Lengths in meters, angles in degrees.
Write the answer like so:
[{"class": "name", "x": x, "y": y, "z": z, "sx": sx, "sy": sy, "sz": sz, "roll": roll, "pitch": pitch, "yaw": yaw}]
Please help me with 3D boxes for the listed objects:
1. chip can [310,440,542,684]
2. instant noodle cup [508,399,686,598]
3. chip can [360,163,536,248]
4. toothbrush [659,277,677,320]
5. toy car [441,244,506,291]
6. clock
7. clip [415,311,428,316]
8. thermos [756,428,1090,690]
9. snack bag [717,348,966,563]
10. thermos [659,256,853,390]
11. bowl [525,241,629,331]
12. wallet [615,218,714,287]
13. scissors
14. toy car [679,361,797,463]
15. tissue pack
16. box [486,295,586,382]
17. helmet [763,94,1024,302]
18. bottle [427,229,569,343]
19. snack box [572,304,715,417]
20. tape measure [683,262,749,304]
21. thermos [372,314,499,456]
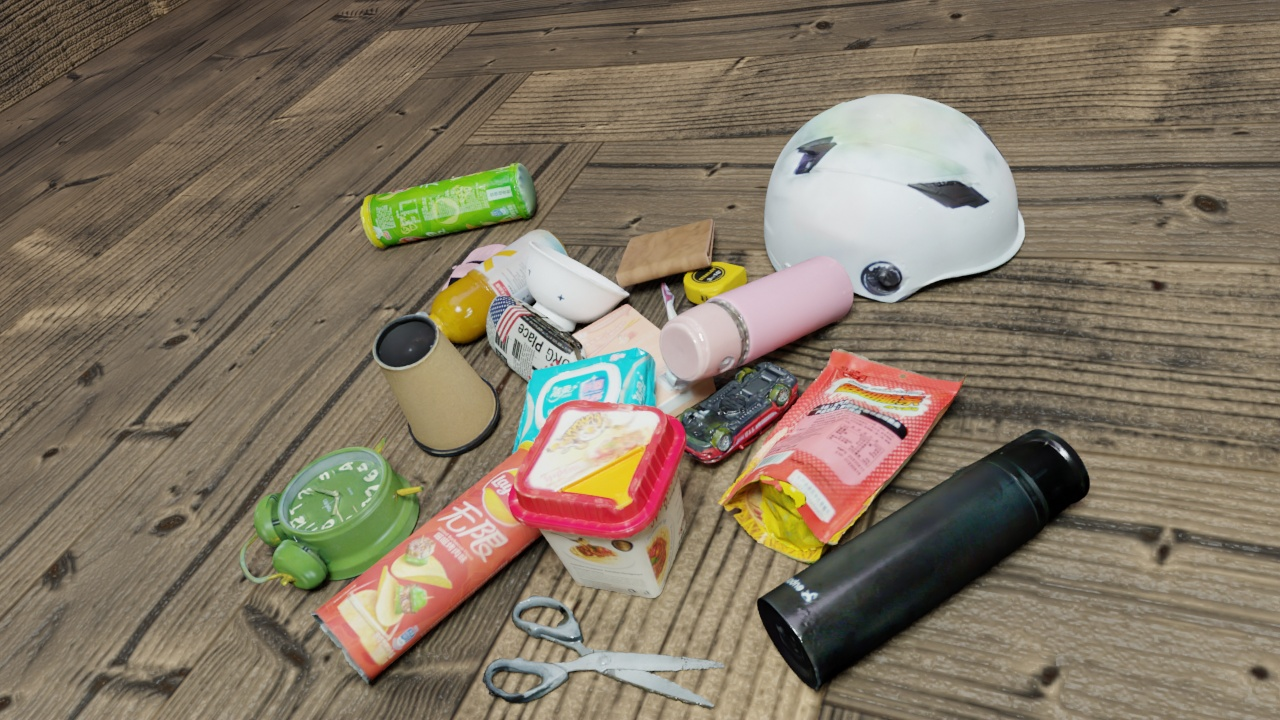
[{"class": "chip can", "x": -0.150, "y": 0.157, "z": 0.731, "sx": 0.216, "sy": 0.073, "sz": 0.073, "roll": -40, "pitch": 44, "yaw": -23}, {"class": "instant noodle cup", "x": -0.021, "y": 0.109, "z": 0.695, "sx": 0.117, "sy": 0.124, "sz": 0.116, "roll": 3, "pitch": 44, "yaw": 24}, {"class": "chip can", "x": -0.245, "y": -0.201, "z": 1.189, "sx": 0.221, "sy": 0.073, "sz": 0.072, "roll": -10, "pitch": 39, "yaw": 10}, {"class": "toothbrush", "x": 0.033, "y": -0.064, "z": 0.967, "sx": 0.017, "sy": 0.016, "sz": 0.187, "roll": -7, "pitch": 38, "yaw": -3}, {"class": "toy car", "x": -0.194, "y": -0.102, "z": 1.082, "sx": 0.056, "sy": 0.037, "sz": 0.122, "roll": 3, "pitch": 42, "yaw": 21}, {"class": "clock", "x": -0.275, "y": 0.140, "z": 0.809, "sx": 0.161, "sy": 0.056, "sz": 0.116, "roll": -34, "pitch": 40, "yaw": -19}, {"class": "clip", "x": -0.239, "y": -0.038, "z": 1.037, "sx": 0.026, "sy": 0.038, "sz": 0.058, "roll": -33, "pitch": 39, "yaw": -15}, {"class": "thermos", "x": 0.195, "y": 0.132, "z": 0.644, "sx": 0.242, "sy": 0.068, "sz": 0.090, "roll": -28, "pitch": 8, "yaw": -16}, {"class": "snack bag", "x": 0.161, "y": 0.063, "z": 0.734, "sx": 0.129, "sy": 0.073, "sz": 0.207, "roll": 11, "pitch": 42, "yaw": 42}, {"class": "thermos", "x": 0.103, "y": -0.031, "z": 0.830, "sx": 0.198, "sy": 0.087, "sz": 0.067, "roll": -25, "pitch": 60, "yaw": -35}, {"class": "bowl", "x": -0.078, "y": -0.070, "z": 0.965, "sx": 0.118, "sy": 0.118, "sz": 0.065, "roll": 38, "pitch": 102, "yaw": 46}, {"class": "wallet", "x": 0.030, "y": -0.120, "z": 1.001, "sx": 0.101, "sy": 0.020, "sz": 0.115, "roll": -12, "pitch": 28, "yaw": 14}, {"class": "scissors", "x": -0.031, "y": 0.213, "z": 0.664, "sx": 0.164, "sy": 0.014, "sz": 0.163, "roll": -25, "pitch": 40, "yaw": -9}, {"class": "toy car", "x": 0.084, "y": 0.048, "z": 0.790, "sx": 0.120, "sy": 0.045, "sz": 0.053, "roll": -32, "pitch": 39, "yaw": -25}, {"class": "tissue pack", "x": -0.050, "y": 0.045, "z": 0.815, "sx": 0.134, "sy": 0.050, "sz": 0.093, "roll": -14, "pitch": 49, "yaw": 24}, {"class": "box", "x": -0.105, "y": -0.015, "z": 0.926, "sx": 0.164, "sy": 0.051, "sz": 0.068, "roll": 37, "pitch": 104, "yaw": 41}, {"class": "helmet", "x": 0.249, "y": -0.184, "z": 0.923, "sx": 0.259, "sy": 0.146, "sz": 0.228, "roll": 10, "pitch": 47, "yaw": 30}, {"class": "bottle", "x": -0.164, "y": -0.074, "z": 1.011, "sx": 0.189, "sy": 0.068, "sz": 0.068, "roll": -37, "pitch": 43, "yaw": -23}, {"class": "snack box", "x": -0.005, "y": 0.005, "z": 0.890, "sx": 0.084, "sy": 0.026, "sz": 0.157, "roll": -31, "pitch": 40, "yaw": -16}, {"class": "tape measure", "x": 0.075, "y": -0.078, "z": 0.956, "sx": 0.057, "sy": 0.029, "sz": 0.059, "roll": 19, "pitch": 45, "yaw": 38}, {"class": "thermos", "x": -0.192, "y": 0.024, "z": 0.857, "sx": 0.093, "sy": 0.143, "sz": 0.092, "roll": -7, "pitch": 53, "yaw": 9}]
